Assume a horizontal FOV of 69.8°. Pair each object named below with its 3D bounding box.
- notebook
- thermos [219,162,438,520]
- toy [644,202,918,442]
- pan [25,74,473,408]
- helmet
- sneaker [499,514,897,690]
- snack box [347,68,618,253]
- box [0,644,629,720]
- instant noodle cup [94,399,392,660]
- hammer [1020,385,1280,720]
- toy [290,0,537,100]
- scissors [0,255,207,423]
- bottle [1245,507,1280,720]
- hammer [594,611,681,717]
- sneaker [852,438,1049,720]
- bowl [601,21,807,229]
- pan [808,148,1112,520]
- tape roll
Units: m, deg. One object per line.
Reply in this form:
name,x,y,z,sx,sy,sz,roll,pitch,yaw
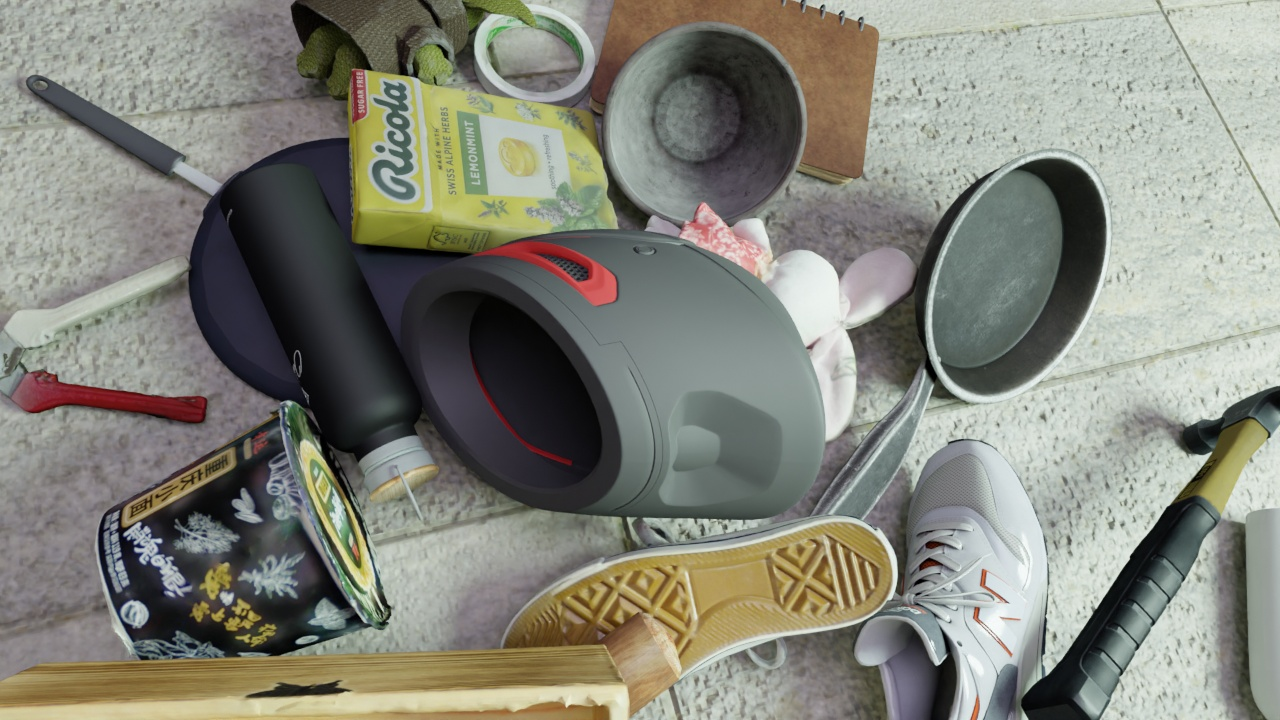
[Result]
notebook,0.082,-0.245,0.756,0.225,0.024,0.167,15,68,-7
thermos,-0.182,-0.007,0.557,0.061,0.061,0.231,-24,78,-20
toy,0.087,-0.046,0.648,0.194,0.084,0.159,25,78,0
pan,-0.267,-0.104,0.621,0.356,0.021,0.198,31,70,2
helmet,-0.003,0.003,0.557,0.265,0.164,0.169,27,34,33
sneaker,0.034,0.148,0.562,0.241,0.088,0.118,-17,85,4
snack box,-0.105,-0.131,0.628,0.180,0.045,0.121,3,60,-24
box,-0.134,0.265,0.323,0.279,0.264,0.269,0,86,-10
instant noodle cup,-0.216,0.106,0.503,0.112,0.137,0.137,-23,76,-9
hammer,0.350,0.115,0.598,0.332,0.118,0.025,-36,79,-31
toy,-0.178,-0.249,0.669,0.179,0.078,0.152,36,65,20
scissors,-0.356,-0.005,0.565,0.195,0.015,0.179,32,77,-4
bottle,0.462,0.206,0.650,0.052,0.053,0.194,17,67,-6
hammer,-0.113,0.225,0.485,0.300,0.037,0.158,-31,78,-7
sneaker,0.188,0.158,0.566,0.124,0.089,0.239,17,65,-40
bowl,0.044,-0.174,0.677,0.145,0.067,0.145,0,113,-1
pan,0.214,0.003,0.652,0.356,0.055,0.187,-46,125,-6
tape roll,-0.083,-0.236,0.719,0.093,0.018,0.093,4,68,-10
